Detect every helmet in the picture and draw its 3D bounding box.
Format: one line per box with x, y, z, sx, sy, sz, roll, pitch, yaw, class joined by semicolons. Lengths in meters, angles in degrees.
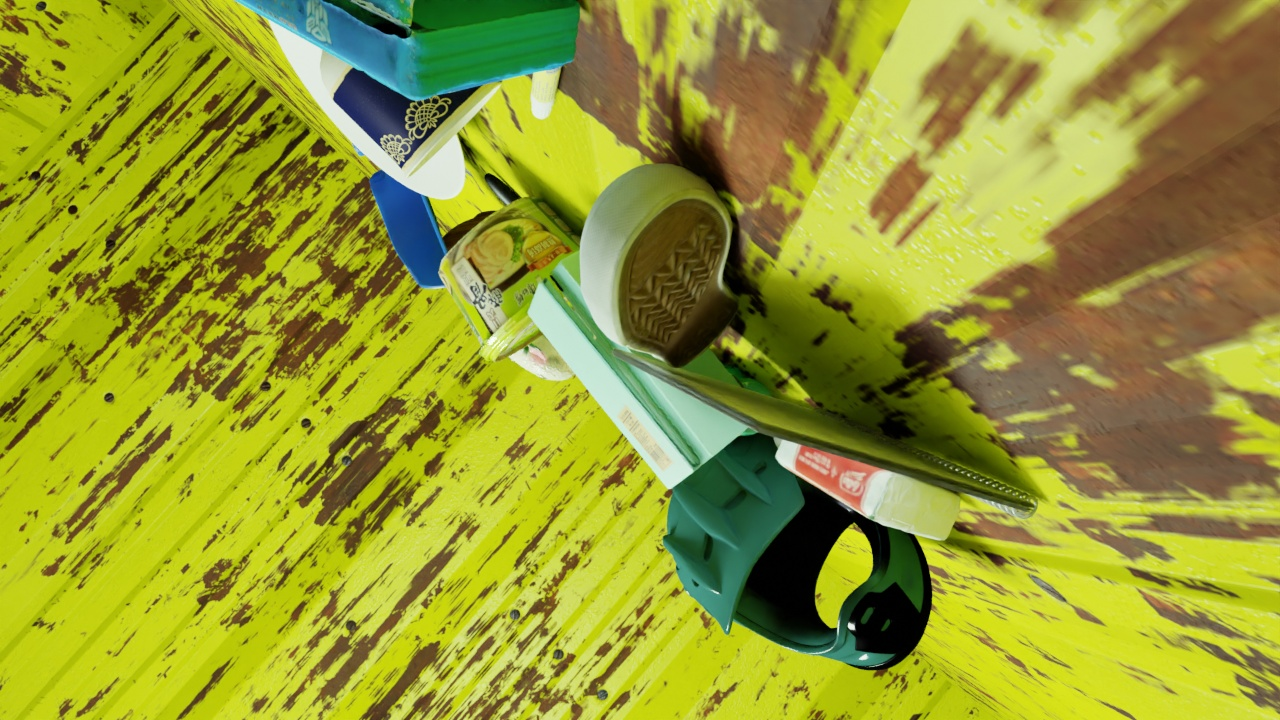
0.119;0.159;0.801;0.200;0.176;0.275;28;-176;-11;helmet

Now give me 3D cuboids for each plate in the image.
-0.221;-0.236;0.764;0.229;0.030;0.230;35;157;17;plate

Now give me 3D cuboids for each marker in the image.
-0.049;-0.147;0.475;0.014;0.014;0.132;42;175;-7;marker
-0.113;-0.142;0.942;0.134;0.018;0.015;44;-166;-30;marker

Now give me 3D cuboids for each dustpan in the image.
-0.269;-0.211;0.976;0.257;0.059;0.246;-128;18;-69;dustpan

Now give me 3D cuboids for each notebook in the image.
0.097;0.037;0.571;0.177;0.013;0.246;17;-177;-20;notebook

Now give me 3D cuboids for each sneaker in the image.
0.001;-0.056;0.523;0.079;0.087;0.235;46;179;15;sneaker

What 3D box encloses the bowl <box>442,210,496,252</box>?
-0.160;-0.128;1.033;0.147;0.068;0.147;1;165;0;bowl

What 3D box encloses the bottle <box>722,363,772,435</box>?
0.070;0.036;0.825;0.068;0.068;0.210;42;175;-7;bottle

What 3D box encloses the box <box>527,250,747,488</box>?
-0.006;0.006;0.719;0.188;0.076;0.093;51;141;5;box

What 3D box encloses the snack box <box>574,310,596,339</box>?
-0.045;-0.031;0.979;0.194;0.044;0.141;34;-171;38;snack box

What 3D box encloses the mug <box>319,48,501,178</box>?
-0.142;-0.182;0.568;0.089;0.085;0.112;45;139;-15;mug

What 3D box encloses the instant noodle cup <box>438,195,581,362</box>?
-0.109;-0.077;0.835;0.098;0.146;0.146;52;175;1;instant noodle cup

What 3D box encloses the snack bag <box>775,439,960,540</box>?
0.159;0.084;0.648;0.077;0.036;0.116;19;-175;-29;snack bag

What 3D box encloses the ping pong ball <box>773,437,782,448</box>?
0.128;0.059;0.748;0.040;0.040;0.040;41;175;4;ping pong ball

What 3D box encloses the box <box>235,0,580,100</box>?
-0.139;-0.209;0.383;0.243;0.093;0.115;33;131;26;box

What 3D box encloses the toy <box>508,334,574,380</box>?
-0.104;-0.011;0.952;0.087;0.050;0.112;31;180;18;toy
